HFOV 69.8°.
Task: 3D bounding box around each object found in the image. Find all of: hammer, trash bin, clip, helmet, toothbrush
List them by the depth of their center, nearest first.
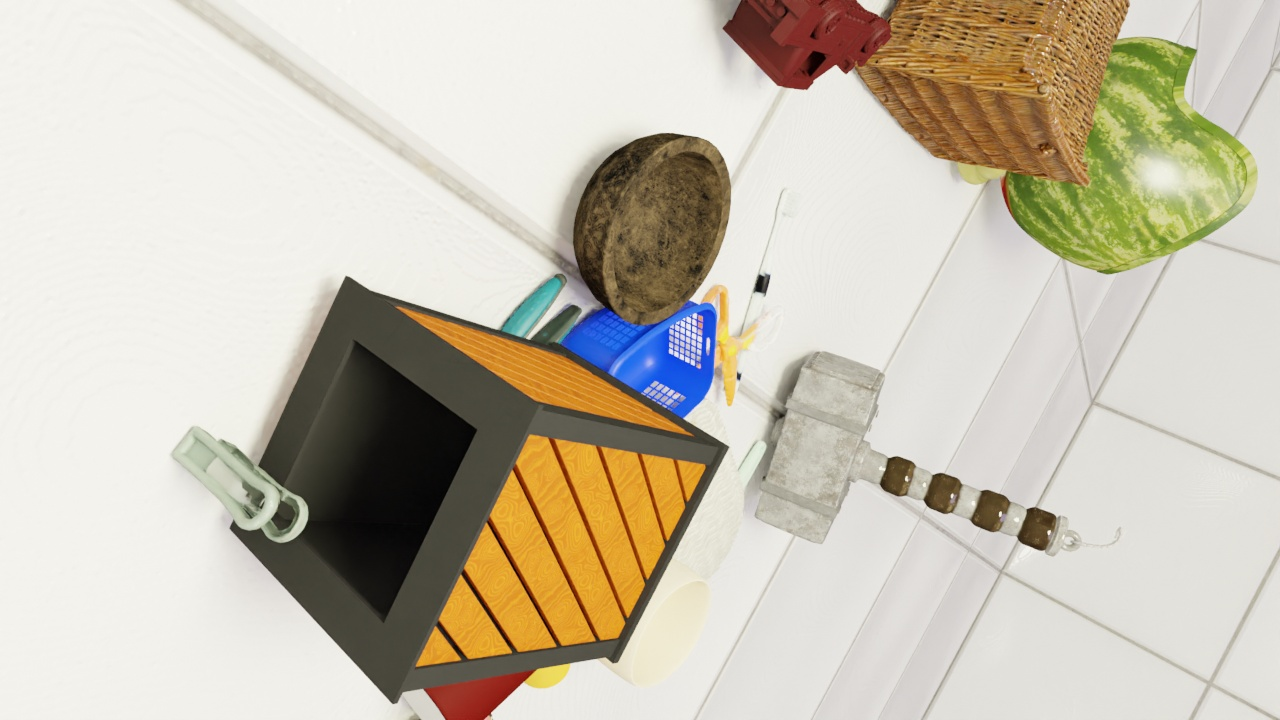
[{"bbox_3d":[-0.183,0.057,0.422,0.023,0.076,0.044,-56,146,-9],"label":"clip"},{"bbox_3d":[-0.077,0.065,0.481,0.171,0.140,0.140,18,100,-57],"label":"trash bin"},{"bbox_3d":[0.104,-0.055,0.787,0.012,0.017,0.187,-2,116,-39],"label":"toothbrush"},{"bbox_3d":[0.282,0.125,0.884,0.079,0.326,0.177,-33,140,-63],"label":"hammer"},{"bbox_3d":[0.083,0.147,0.908,0.022,0.015,0.154,31,88,-23],"label":"toothbrush"},{"bbox_3d":[0.542,-0.233,1.057,0.244,0.247,0.212,-28,176,21],"label":"helmet"}]

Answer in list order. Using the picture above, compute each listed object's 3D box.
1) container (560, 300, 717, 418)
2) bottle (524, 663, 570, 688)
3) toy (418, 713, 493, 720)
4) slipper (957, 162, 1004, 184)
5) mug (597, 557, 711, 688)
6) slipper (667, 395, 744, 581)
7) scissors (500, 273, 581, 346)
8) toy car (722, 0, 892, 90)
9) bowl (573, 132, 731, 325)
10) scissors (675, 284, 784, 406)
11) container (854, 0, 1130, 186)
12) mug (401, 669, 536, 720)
[{"bbox_3d":[-0.004,0.004,0.644,0.114,0.058,0.096,-33,137,-37],"label":"container"},{"bbox_3d":[-0.081,0.188,0.686,0.043,0.043,0.144,-38,140,-33],"label":"bottle"},{"bbox_3d":[-0.152,0.286,0.652,0.109,0.051,0.090,-43,144,-29],"label":"toy"},{"bbox_3d":[0.405,-0.278,0.982,0.091,0.082,0.191,-13,121,-53],"label":"slipper"},{"bbox_3d":[-0.004,0.192,0.741,0.120,0.100,0.096,1,110,-52],"label":"mug"},{"bbox_3d":[0.033,0.119,0.786,0.114,0.052,0.263,-43,147,-23],"label":"slipper"},{"bbox_3d":[-0.086,0.008,0.572,0.145,0.019,0.133,-5,117,-53],"label":"scissors"},{"bbox_3d":[0.109,-0.223,0.611,0.062,0.070,0.169,-47,166,30],"label":"toy car"},{"bbox_3d":[-0.001,-0.088,0.582,0.121,0.056,0.121,-33,137,-37],"label":"bowl"},{"bbox_3d":[0.078,-0.013,0.773,0.131,0.011,0.125,-26,130,-26],"label":"scissors"},{"bbox_3d":[0.322,-0.283,0.797,0.249,0.162,0.183,11,100,-57],"label":"container"},{"bbox_3d":[-0.122,0.188,0.614,0.082,0.073,0.106,-37,116,-33],"label":"mug"}]
